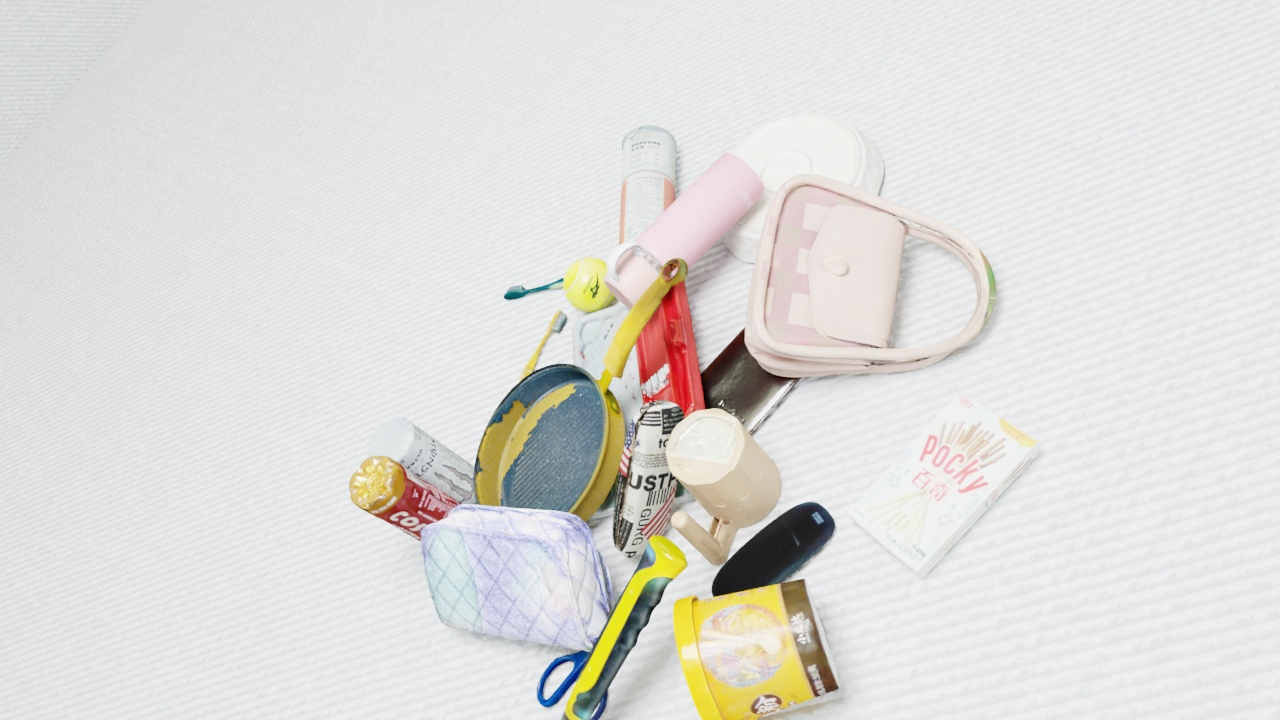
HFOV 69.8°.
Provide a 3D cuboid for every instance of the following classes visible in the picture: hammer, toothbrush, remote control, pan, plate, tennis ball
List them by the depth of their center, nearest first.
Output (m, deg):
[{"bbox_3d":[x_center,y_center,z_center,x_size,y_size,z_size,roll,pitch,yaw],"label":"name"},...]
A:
[{"bbox_3d":[-0.051,0.297,0.814,0.126,0.031,0.323,36,103,40],"label":"hammer"},{"bbox_3d":[0.122,0.182,0.860,0.136,0.024,0.053,-41,51,1],"label":"remote control"},{"bbox_3d":[-0.058,0.038,0.963,0.358,0.078,0.197,-46,45,14],"label":"pan"},{"bbox_3d":[-0.007,0.131,0.966,0.135,0.019,0.056,-13,56,22],"label":"remote control"},{"bbox_3d":[0.173,-0.206,1.061,0.205,0.045,0.204,-14,56,21],"label":"plate"},{"bbox_3d":[-0.061,-0.091,1.104,0.066,0.065,0.065,-14,55,21],"label":"tennis ball"},{"bbox_3d":[-0.136,0.020,1.110,0.018,0.016,0.191,18,70,26],"label":"toothbrush"},{"bbox_3d":[-0.091,-0.103,1.162,0.192,0.016,0.018,-12,46,23],"label":"toothbrush"}]

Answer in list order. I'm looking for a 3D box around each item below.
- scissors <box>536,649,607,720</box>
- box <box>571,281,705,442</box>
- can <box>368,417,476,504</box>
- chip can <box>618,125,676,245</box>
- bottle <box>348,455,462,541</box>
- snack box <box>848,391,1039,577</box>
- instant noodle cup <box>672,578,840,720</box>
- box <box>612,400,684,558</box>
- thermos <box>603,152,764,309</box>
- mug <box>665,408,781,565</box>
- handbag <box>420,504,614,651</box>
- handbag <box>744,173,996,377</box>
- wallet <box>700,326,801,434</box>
[{"bbox_3d":[-0.042,0.275,0.902,0.133,0.012,0.172,-6,57,26],"label":"scissors"},{"bbox_3d":[-0.004,0.008,1.023,0.161,0.058,0.200,-27,50,26],"label":"box"},{"bbox_3d":[-0.232,0.119,1.016,0.058,0.147,0.058,-14,55,21],"label":"can"},{"bbox_3d":[0.009,-0.185,1.120,0.071,0.071,0.214,-13,56,22],"label":"chip can"},{"bbox_3d":[-0.230,0.159,0.971,0.058,0.175,0.057,-14,55,21],"label":"bottle"},{"bbox_3d":[0.270,0.110,0.822,0.156,0.027,0.085,-46,50,-3],"label":"snack box"},{"bbox_3d":[0.100,0.246,0.779,0.114,0.118,0.118,-19,53,7],"label":"instant noodle cup"},{"bbox_3d":[0.010,0.118,0.894,0.052,0.068,0.164,16,109,28],"label":"box"},{"bbox_3d":[0.042,-0.144,1.002,0.198,0.087,0.067,-44,52,-8],"label":"thermos"},{"bbox_3d":[0.072,0.121,0.874,0.084,0.103,0.124,10,66,33],"label":"mug"},{"bbox_3d":[-0.122,0.214,0.908,0.194,0.134,0.075,0,17,34],"label":"handbag"},{"bbox_3d":[0.229,-0.074,0.913,0.234,0.093,0.193,9,74,12],"label":"handbag"},{"bbox_3d":[0.116,0.018,0.971,0.122,0.020,0.096,-48,51,-2],"label":"wallet"}]
